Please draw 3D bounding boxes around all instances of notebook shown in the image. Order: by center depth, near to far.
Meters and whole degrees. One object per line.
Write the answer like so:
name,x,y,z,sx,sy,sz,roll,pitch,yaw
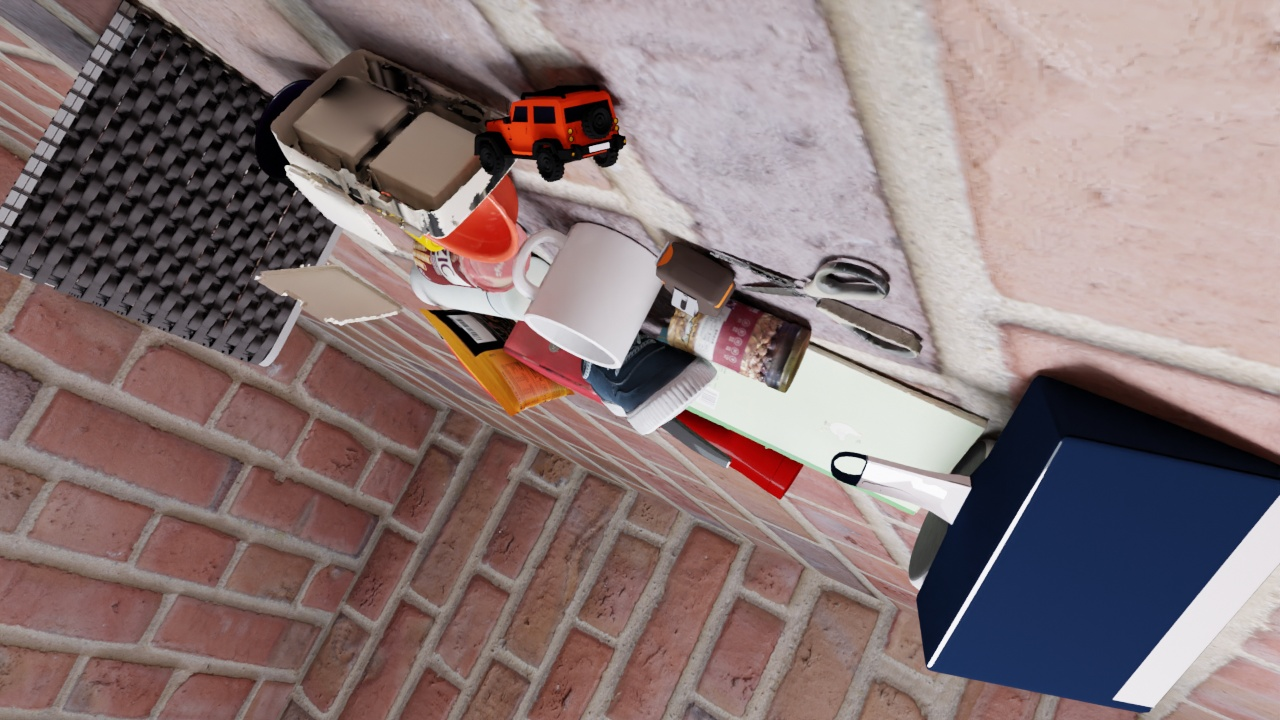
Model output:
notebook,0.160,0.049,0.836,0.252,0.010,0.182,25,148,11

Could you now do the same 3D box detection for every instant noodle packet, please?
instant noodle packet,-0.167,-0.006,1.127,0.160,0.032,0.220,48,-166,7

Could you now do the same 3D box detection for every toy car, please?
toy car,-0.055,-0.137,0.547,0.100,0.051,0.049,17,122,45

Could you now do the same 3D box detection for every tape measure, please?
tape measure,0.040,-0.058,0.705,0.058,0.038,0.059,31,174,10

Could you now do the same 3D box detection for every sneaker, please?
sneaker,-0.005,0.005,0.837,0.087,0.089,0.236,52,168,-11

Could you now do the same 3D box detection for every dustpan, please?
dustpan,0.271,0.123,0.649,0.273,0.080,0.237,12,126,-1

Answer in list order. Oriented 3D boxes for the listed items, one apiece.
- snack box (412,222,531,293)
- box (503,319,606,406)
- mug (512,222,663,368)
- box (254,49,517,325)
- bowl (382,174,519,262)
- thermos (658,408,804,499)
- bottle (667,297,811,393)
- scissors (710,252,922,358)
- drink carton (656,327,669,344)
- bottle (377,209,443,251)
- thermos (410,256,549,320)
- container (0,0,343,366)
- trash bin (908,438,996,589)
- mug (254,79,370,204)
snack box,-0.165,-0.104,0.884,0.072,0.072,0.121,35,167,-34
box,-0.061,-0.002,1.073,0.158,0.087,0.128,19,171,33
mug,-0.050,-0.061,0.768,0.121,0.090,0.091,31,168,-19
box,-0.185,-0.096,0.624,0.143,0.187,0.105,29,154,17
bowl,-0.146,-0.136,0.736,0.130,0.045,0.131,22,156,10
thermos,0.078,0.067,0.968,0.198,0.084,0.107,32,-148,15
bottle,0.080,-0.019,0.750,0.105,0.056,0.056,23,168,15
scissors,0.129,-0.044,0.647,0.171,0.012,0.158,29,168,-4
drink carton,0.071,0.004,0.911,0.129,0.038,0.044,20,167,29
bottle,-0.227,-0.155,0.827,0.143,0.043,0.043,37,172,17
thermos,-0.177,-0.085,1.004,0.068,0.067,0.230,35,166,-35
container,-0.451,-0.152,0.894,0.243,0.245,0.248,31,168,-34
trash bin,0.337,0.167,0.761,0.183,0.156,0.156,28,169,10
mug,-0.232,-0.174,0.747,0.119,0.084,0.100,-13,164,24
